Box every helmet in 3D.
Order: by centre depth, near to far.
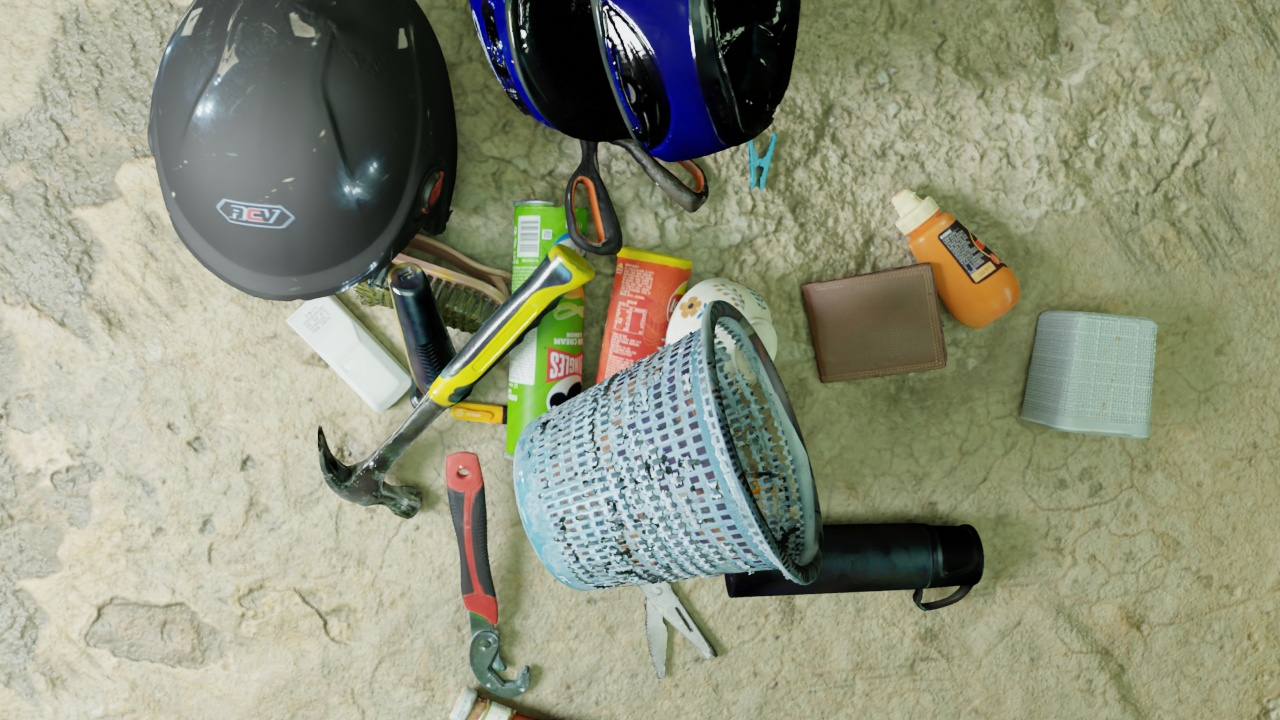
[{"bbox_3d":[-0.014,-0.283,0.712,0.241,0.314,0.247,-2,137,23],"label":"helmet"},{"bbox_3d":[-0.270,-0.192,0.744,0.233,0.231,0.274,9,58,-4],"label":"helmet"}]

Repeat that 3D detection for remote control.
[{"bbox_3d":[-0.273,-0.008,0.869,0.049,0.024,0.125,-43,96,3],"label":"remote control"}]

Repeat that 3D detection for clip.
[{"bbox_3d":[0.113,-0.189,0.868,0.038,0.013,0.055,3,98,-2],"label":"clip"}]

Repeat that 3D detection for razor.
[{"bbox_3d":[-0.193,-0.020,0.818,0.062,0.067,0.168,-27,143,-19],"label":"razor"}]

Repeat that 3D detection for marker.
[{"bbox_3d":[-0.121,0.054,0.888,0.124,0.015,0.018,6,103,-6],"label":"marker"}]

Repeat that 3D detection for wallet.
[{"bbox_3d":[0.222,-0.035,0.870,0.125,0.032,0.101,-9,100,19],"label":"wallet"}]

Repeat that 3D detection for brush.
[{"bbox_3d":[-0.190,-0.074,0.848,0.145,0.063,0.073,17,66,-6],"label":"brush"}]

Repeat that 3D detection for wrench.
[{"bbox_3d":[-0.152,0.211,0.879,0.056,0.016,0.274,-7,110,0],"label":"wrench"}]

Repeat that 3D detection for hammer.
[{"bbox_3d":[-0.164,0.020,0.801,0.126,0.031,0.324,29,116,-37],"label":"hammer"}]

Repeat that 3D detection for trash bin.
[{"bbox_3d":[0.015,0.088,0.738,0.195,0.226,0.226,-20,98,20],"label":"trash bin"}]

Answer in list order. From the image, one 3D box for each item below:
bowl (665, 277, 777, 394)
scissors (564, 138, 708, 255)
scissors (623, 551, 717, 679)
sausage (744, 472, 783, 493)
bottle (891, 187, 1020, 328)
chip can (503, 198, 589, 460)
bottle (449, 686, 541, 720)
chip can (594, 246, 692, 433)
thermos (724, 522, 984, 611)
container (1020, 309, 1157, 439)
[{"bbox_3d":[0.084,-0.016,0.837,0.113,0.062,0.113,-11,108,-36],"label":"bowl"},{"bbox_3d":[-0.034,-0.194,0.826,0.220,0.022,0.228,21,67,-18],"label":"scissors"},{"bbox_3d":[0.011,0.206,0.913,0.189,0.015,0.226,19,96,-5],"label":"scissors"},{"bbox_3d":[0.072,0.118,0.875,0.165,0.021,0.021,3,98,-27],"label":"sausage"},{"bbox_3d":[0.290,-0.102,0.865,0.067,0.066,0.149,-39,89,2],"label":"bottle"},{"bbox_3d":[-0.087,-0.026,0.844,0.072,0.072,0.236,2,93,-3],"label":"chip can"},{"bbox_3d":[-0.092,0.385,0.911,0.206,0.059,0.060,29,95,-3],"label":"bottle"},{"bbox_3d":[-0.005,0.005,0.858,0.073,0.073,0.216,10,96,-4],"label":"chip can"},{"bbox_3d":[0.205,0.204,0.895,0.242,0.068,0.090,0,101,-2],"label":"thermos"},{"bbox_3d":[0.427,0.011,0.871,0.090,0.090,0.111,6,94,-4],"label":"container"}]
